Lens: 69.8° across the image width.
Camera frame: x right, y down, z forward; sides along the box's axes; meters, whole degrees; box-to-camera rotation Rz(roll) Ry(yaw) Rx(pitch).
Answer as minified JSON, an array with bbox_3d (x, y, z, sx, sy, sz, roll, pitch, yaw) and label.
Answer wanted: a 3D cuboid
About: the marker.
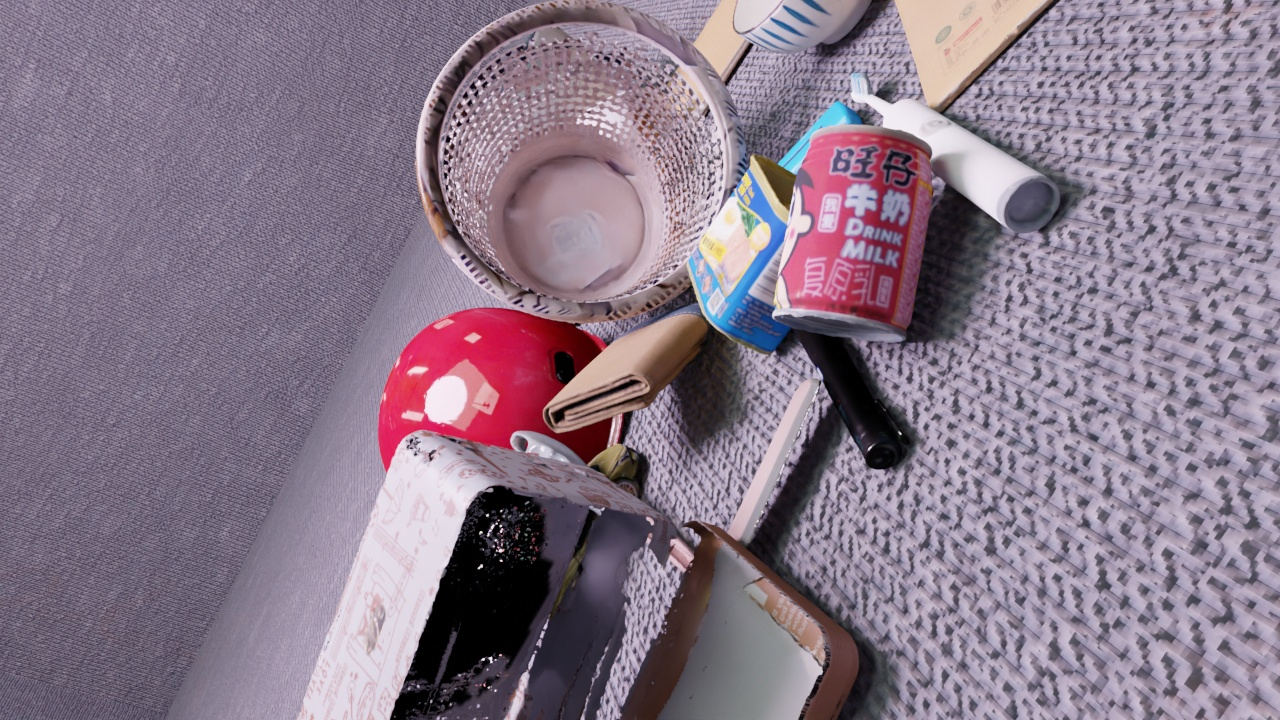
[{"bbox_3d":[0.102,0.007,0.467,0.022,0.020,0.131,-41,29,17],"label":"marker"}]

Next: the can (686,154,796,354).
[{"bbox_3d":[0.075,-0.065,0.558,0.083,0.057,0.102,-56,23,25],"label":"can"}]

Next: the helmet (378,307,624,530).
[{"bbox_3d":[-0.133,0.046,0.761,0.241,0.143,0.206,-8,69,57],"label":"helmet"}]

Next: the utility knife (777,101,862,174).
[{"bbox_3d":[0.080,-0.106,0.645,0.205,0.018,0.034,-44,30,44],"label":"utility knife"}]

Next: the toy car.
[{"bbox_3d":[-0.042,0.128,0.635,0.070,0.042,0.157,-24,42,57],"label":"toy car"}]

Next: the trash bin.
[{"bbox_3d":[-0.048,-0.129,0.715,0.192,0.227,0.227,137,156,-82],"label":"trash bin"}]

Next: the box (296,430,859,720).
[{"bbox_3d":[-0.032,0.157,0.413,0.194,0.156,0.183,25,96,51],"label":"box"}]

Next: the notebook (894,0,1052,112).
[{"bbox_3d":[0.206,-0.252,0.531,0.148,0.008,0.207,-45,29,38],"label":"notebook"}]

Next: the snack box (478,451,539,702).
[{"bbox_3d":[-0.093,0.140,0.614,0.077,0.027,0.155,-14,74,62],"label":"snack box"}]

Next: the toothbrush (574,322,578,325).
[{"bbox_3d":[-0.034,-0.135,0.921,0.027,0.026,0.212,11,76,55],"label":"toothbrush"}]

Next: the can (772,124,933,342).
[{"bbox_3d":[0.105,-0.060,0.448,0.067,0.066,0.093,5,83,67],"label":"can"}]

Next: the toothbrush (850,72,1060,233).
[{"bbox_3d":[0.151,-0.119,0.486,0.027,0.026,0.220,-17,31,1],"label":"toothbrush"}]

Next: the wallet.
[{"bbox_3d":[-0.004,0.004,0.604,0.090,0.033,0.115,-21,13,34],"label":"wallet"}]

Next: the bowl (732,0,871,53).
[{"bbox_3d":[0.125,-0.269,0.654,0.117,0.066,0.116,-50,25,34],"label":"bowl"}]

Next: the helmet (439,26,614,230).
[{"bbox_3d":[-0.102,-0.224,0.996,0.229,0.157,0.274,-57,0,-19],"label":"helmet"}]

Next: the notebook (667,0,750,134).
[{"bbox_3d":[0.092,-0.326,0.867,0.212,0.012,0.149,-54,23,23],"label":"notebook"}]

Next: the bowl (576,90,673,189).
[{"bbox_3d":[-0.011,-0.190,0.858,0.119,0.118,0.064,-41,69,45],"label":"bowl"}]

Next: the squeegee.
[{"bbox_3d":[-0.013,0.094,0.571,0.250,0.040,0.248,27,96,52],"label":"squeegee"}]
